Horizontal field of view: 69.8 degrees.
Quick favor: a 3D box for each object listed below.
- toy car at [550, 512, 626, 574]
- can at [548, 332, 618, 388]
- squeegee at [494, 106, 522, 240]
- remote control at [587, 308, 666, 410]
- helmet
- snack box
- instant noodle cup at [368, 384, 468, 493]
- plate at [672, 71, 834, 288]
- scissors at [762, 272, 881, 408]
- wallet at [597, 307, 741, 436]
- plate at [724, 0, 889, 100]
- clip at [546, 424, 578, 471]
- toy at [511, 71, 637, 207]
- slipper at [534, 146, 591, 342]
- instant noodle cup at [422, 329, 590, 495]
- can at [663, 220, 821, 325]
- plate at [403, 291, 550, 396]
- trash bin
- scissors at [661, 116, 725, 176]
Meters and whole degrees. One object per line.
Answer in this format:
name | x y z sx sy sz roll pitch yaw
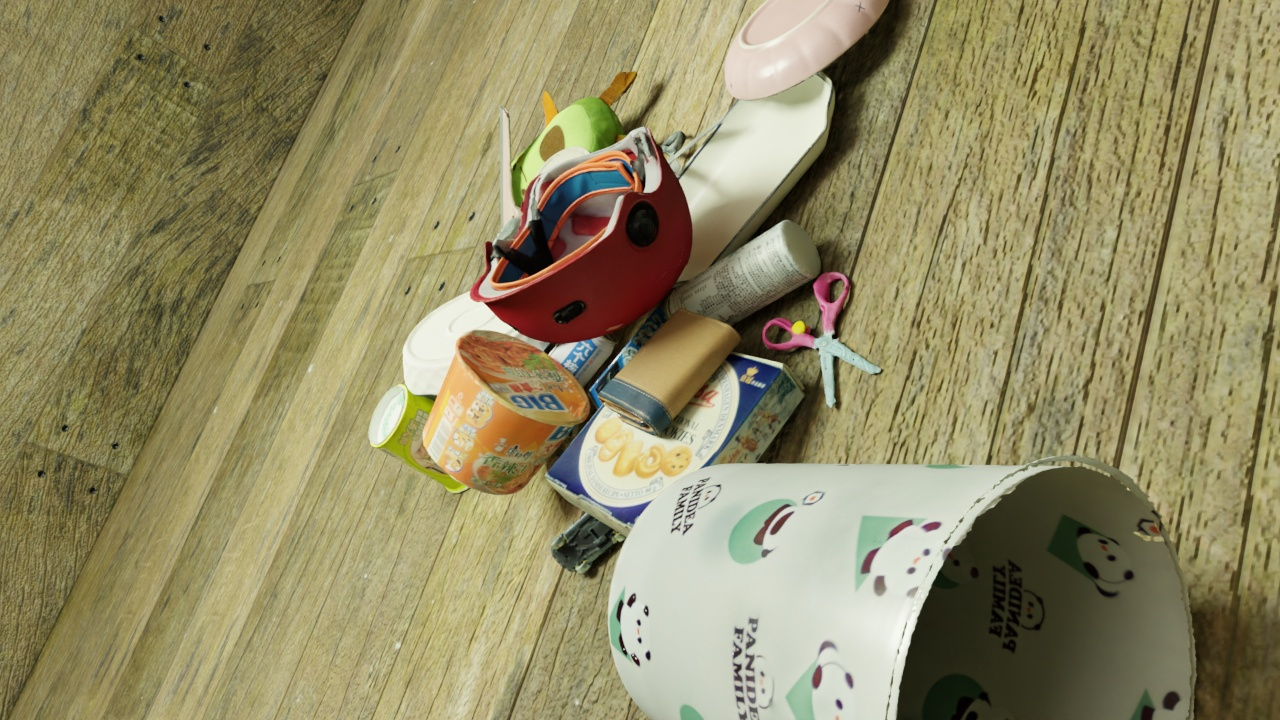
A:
toy car | -0.045 0.162 0.865 0.091 0.043 0.034 -44 10 17
can | -0.084 0.015 1.008 0.135 0.053 0.053 -50 36 13
squeegee | -0.156 -0.163 1.104 0.249 0.040 0.248 -103 15 -67
remote control | -0.006 0.006 0.942 0.125 0.024 0.049 -50 36 13
helmet | -0.043 -0.096 0.879 0.207 0.144 0.239 -12 40 42
snack box | 0.025 0.068 0.803 0.182 0.046 0.178 -52 33 -14
instant noodle cup | -0.255 0.087 1.108 0.112 0.123 0.111 -31 43 35
plate | 0.100 -0.180 0.936 0.266 0.034 0.162 -51 35 13
scissors | 0.158 -0.023 0.768 0.118 0.017 0.133 -55 39 0
wallet | 0.024 0.008 0.802 0.115 0.033 0.090 -49 34 -13
plate | 0.161 -0.345 0.935 0.193 0.039 0.192 -30 33 22
clip | -0.080 0.098 0.962 0.070 0.034 0.099 -50 31 15
toy | -0.091 -0.262 1.183 0.247 0.090 0.226 -34 56 33
slipper | -0.085 -0.134 1.051 0.114 0.054 0.273 -19 52 26
instant noodle cup | -0.143 0.056 0.929 0.112 0.151 0.151 -57 34 20
can | 0.092 -0.070 0.845 0.147 0.058 0.058 -31 44 36
plate | -0.191 -0.032 1.085 0.205 0.045 0.204 -16 30 9
trash bin | 0.123 0.157 0.512 0.252 0.229 0.229 0 65 58
scissors | 0.036 -0.223 1.022 0.179 0.014 0.159 -32 26 41
